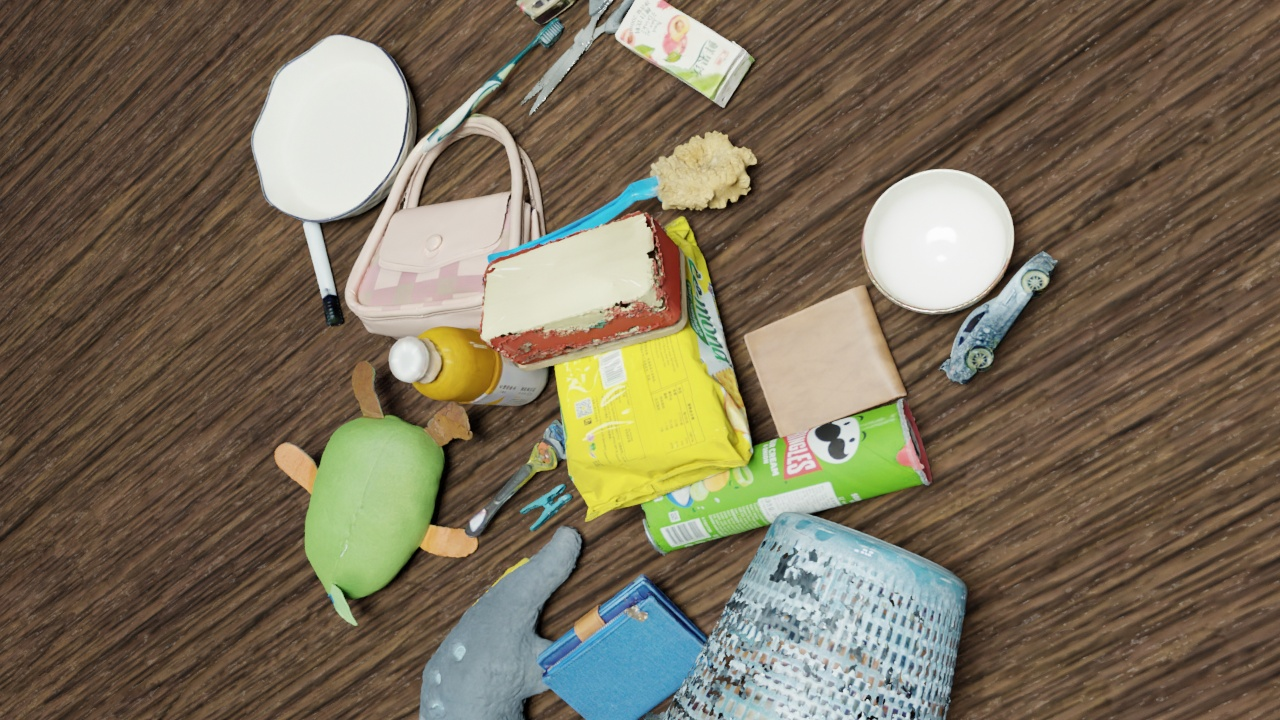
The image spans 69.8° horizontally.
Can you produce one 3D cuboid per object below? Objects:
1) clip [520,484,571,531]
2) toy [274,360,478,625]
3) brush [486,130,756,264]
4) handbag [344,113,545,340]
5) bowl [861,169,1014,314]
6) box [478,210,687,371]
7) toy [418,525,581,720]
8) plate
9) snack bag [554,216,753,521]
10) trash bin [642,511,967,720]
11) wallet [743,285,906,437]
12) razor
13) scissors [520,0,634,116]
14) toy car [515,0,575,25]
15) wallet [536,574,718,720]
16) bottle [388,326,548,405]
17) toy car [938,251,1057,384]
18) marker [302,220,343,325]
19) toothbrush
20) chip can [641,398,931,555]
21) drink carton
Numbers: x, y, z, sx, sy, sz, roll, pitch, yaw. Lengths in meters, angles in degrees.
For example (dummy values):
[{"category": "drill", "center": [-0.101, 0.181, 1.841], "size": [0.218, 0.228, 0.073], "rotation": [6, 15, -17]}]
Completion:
[{"category": "clip", "center": [-0.090, 0.140, 0.881], "size": [0.056, 0.014, 0.041], "rotation": [-37, 73, 17]}, {"category": "toy", "center": [-0.263, 0.132, 0.914], "size": [0.227, 0.090, 0.247], "rotation": [25, 99, 9]}, {"category": "brush", "center": [-0.018, -0.134, 0.819], "size": [0.255, 0.046, 0.083], "rotation": [-25, 53, 2]}, {"category": "handbag", "center": [-0.183, -0.136, 0.917], "size": [0.194, 0.093, 0.234], "rotation": [-3, 73, 23]}, {"category": "bowl", "center": [0.239, -0.090, 0.737], "size": [0.114, 0.062, 0.113], "rotation": [-2, 84, 21]}, {"category": "box", "center": [-0.053, -0.056, 0.759], "size": [0.169, 0.079, 0.091], "rotation": [-14, 61, 25]}, {"category": "toy", "center": [-0.136, 0.327, 0.851], "size": [0.138, 0.091, 0.356], "rotation": [6, 89, -5]}, {"category": "plate", "center": [-0.327, -0.245, 0.994], "size": [0.205, 0.045, 0.204], "rotation": [-3, 82, 21]}, {"category": "snack bag", "center": [-0.005, 0.005, 0.796], "size": [0.158, 0.068, 0.246], "rotation": [-23, 60, 19]}, {"category": "trash bin", "center": [0.141, 0.228, 0.685], "size": [0.227, 0.226, 0.195], "rotation": [19, 80, 23]}, {"category": "wallet", "center": [0.156, 0.002, 0.788], "size": [0.115, 0.020, 0.101], "rotation": [-22, 78, 22]}, {"category": "razor", "center": [-0.119, 0.119, 0.881], "size": [0.143, 0.022, 0.042], "rotation": [-45, 69, 4]}, {"category": "scissors", "center": [-0.060, -0.322, 0.912], "size": [0.173, 0.014, 0.145], "rotation": [-8, 84, 25]}, {"category": "toy car", "center": [-0.079, -0.370, 0.906], "size": [0.091, 0.042, 0.035], "rotation": [-32, 84, 18]}, {"category": "wallet", "center": [-0.013, 0.263, 0.810], "size": [0.133, 0.040, 0.106], "rotation": [-41, 102, 13]}, {"category": "bottle", "center": [-0.151, 0.005, 0.823], "size": [0.068, 0.189, 0.068], "rotation": [-2, 85, 23]}, {"category": "toy car", "center": [0.280, -0.033, 0.719], "size": [0.037, 0.054, 0.121], "rotation": [39, 100, 19]}, {"category": "marker", "center": [-0.351, -0.099, 1.009], "size": [0.023, 0.018, 0.130], "rotation": [-24, 77, 27]}, {"category": "toothbrush", "center": [-0.148, -0.274, 0.921], "size": [0.191, 0.016, 0.018], "rotation": [-44, 80, 0]}, {"category": "chip can", "center": [0.116, 0.101, 0.767], "size": [0.236, 0.072, 0.072], "rotation": [-20, 78, 20]}, {"category": "drink carton", "center": [0.041, -0.287, 0.846], "size": [0.122, 0.045, 0.054], "rotation": [39, 106, 22]}]
